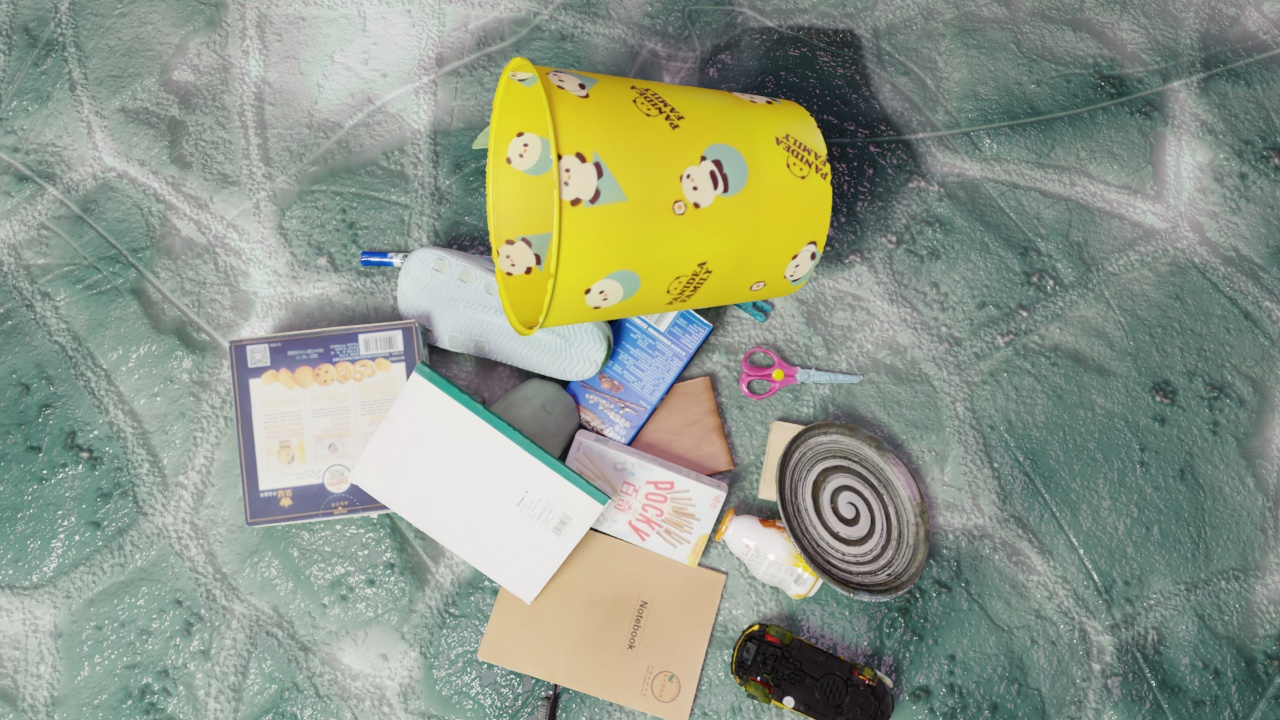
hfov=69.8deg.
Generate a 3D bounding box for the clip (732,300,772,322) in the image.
[{"bbox_3d":[0.115,-0.062,0.983,0.056,0.014,0.043,36,75,9],"label":"clip"}]

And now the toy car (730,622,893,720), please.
[{"bbox_3d":[0.161,0.305,0.868,0.156,0.041,0.071,22,74,5],"label":"toy car"}]

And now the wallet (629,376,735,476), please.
[{"bbox_3d":[0.029,0.076,0.937,0.115,0.020,0.101,-13,76,-4],"label":"wallet"}]

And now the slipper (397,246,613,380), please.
[{"bbox_3d":[-0.136,-0.053,0.919,0.245,0.104,0.074,19,30,16],"label":"slipper"}]

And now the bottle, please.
[{"bbox_3d":[0.127,0.183,0.888,0.108,0.063,0.063,28,74,4],"label":"bottle"}]

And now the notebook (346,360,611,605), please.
[{"bbox_3d":[-0.149,0.115,0.833,0.209,0.012,0.151,36,114,-1],"label":"notebook"}]

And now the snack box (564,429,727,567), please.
[{"bbox_3d":[-0.002,0.134,0.896,0.157,0.026,0.085,21,105,3],"label":"snack box"}]

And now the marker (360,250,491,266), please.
[{"bbox_3d":[-0.222,-0.105,0.974,0.146,0.017,0.017,2,74,-3],"label":"marker"}]

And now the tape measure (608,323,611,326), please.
[{"bbox_3d":[-0.027,-0.015,0.956,0.054,0.025,0.058,-10,82,-8],"label":"tape measure"}]

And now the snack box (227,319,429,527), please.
[{"bbox_3d":[-0.293,0.060,0.890,0.178,0.046,0.182,-6,88,-4],"label":"snack box"}]

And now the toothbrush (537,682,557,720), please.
[{"bbox_3d":[-0.083,0.258,0.883,0.016,0.014,0.189,-3,72,22],"label":"toothbrush"}]

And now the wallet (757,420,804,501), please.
[{"bbox_3d":[0.182,0.109,0.935,0.115,0.024,0.087,12,78,0],"label":"wallet"}]

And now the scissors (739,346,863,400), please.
[{"bbox_3d":[0.170,0.015,0.964,0.133,0.017,0.057,2,89,-6],"label":"scissors"}]

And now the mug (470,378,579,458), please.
[{"bbox_3d":[-0.132,0.067,0.878,0.124,0.103,0.084,13,115,15],"label":"mug"}]

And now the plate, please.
[{"bbox_3d":[0.202,0.144,0.884,0.179,0.024,0.179,13,58,-21],"label":"plate"}]

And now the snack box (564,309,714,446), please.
[{"bbox_3d":[-0.005,0.005,0.918,0.084,0.026,0.157,36,92,9],"label":"snack box"}]

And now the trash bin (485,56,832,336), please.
[{"bbox_3d":[0.012,-0.142,0.814,0.255,0.230,0.229,-4,74,-20],"label":"trash bin"}]

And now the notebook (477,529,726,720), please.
[{"bbox_3d":[-0.034,0.244,0.881,0.207,0.008,0.147,19,71,-2],"label":"notebook"}]

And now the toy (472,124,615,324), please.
[{"bbox_3d":[-0.056,-0.167,0.958,0.227,0.090,0.246,-43,88,5],"label":"toy"}]
